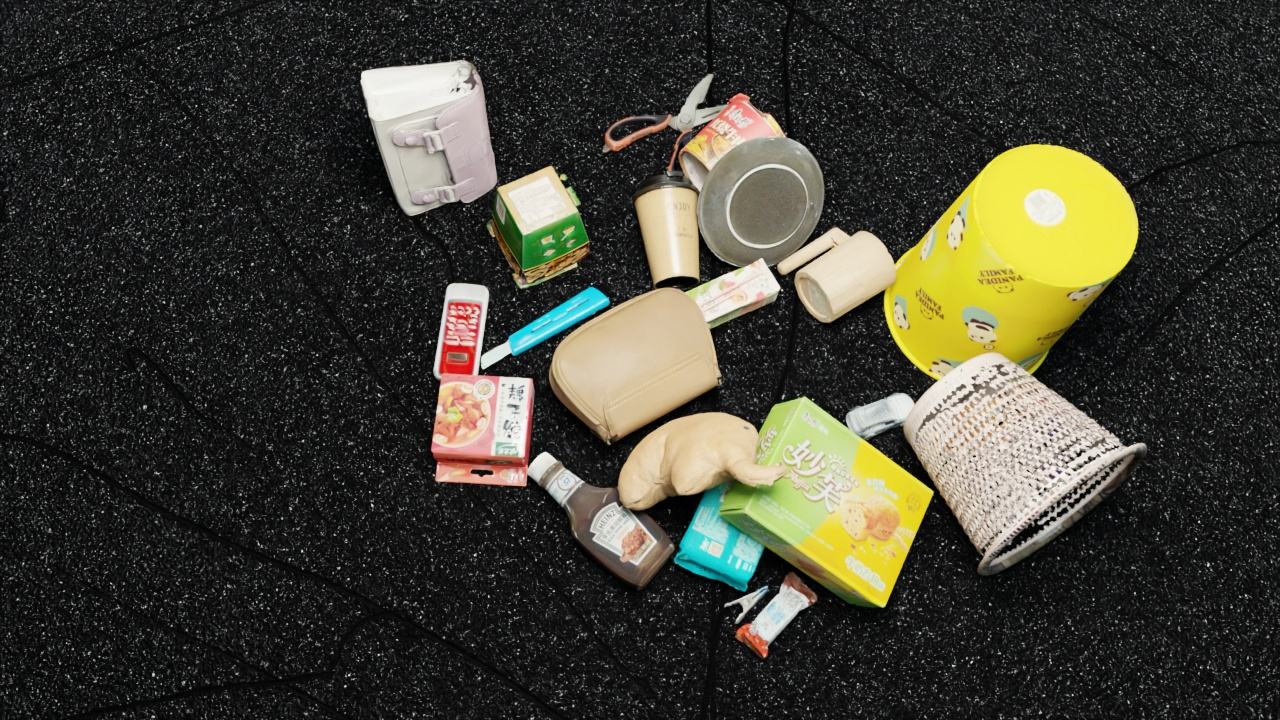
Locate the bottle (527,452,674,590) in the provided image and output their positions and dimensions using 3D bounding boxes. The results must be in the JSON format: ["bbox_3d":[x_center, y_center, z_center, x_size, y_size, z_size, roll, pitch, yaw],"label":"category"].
[{"bbox_3d":[-0.053,0.183,1.089,0.195,0.044,0.079,39,70,13],"label":"bottle"}]

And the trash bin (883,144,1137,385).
[{"bbox_3d":[0.447,-0.113,1.119,0.229,0.256,0.229,1,68,-2],"label":"trash bin"}]

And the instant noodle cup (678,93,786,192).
[{"bbox_3d":[0.126,-0.268,1.239,0.108,0.138,0.138,-38,74,-7],"label":"instant noodle cup"}]

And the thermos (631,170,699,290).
[{"bbox_3d":[0.040,-0.168,1.215,0.093,0.093,0.143,-5,75,-5],"label":"thermos"}]

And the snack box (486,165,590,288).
[{"bbox_3d":[-0.135,-0.183,1.199,0.117,0.106,0.118,-26,71,-12],"label":"snack box"}]

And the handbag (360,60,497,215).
[{"bbox_3d":[-0.265,-0.286,1.186,0.145,0.197,0.098,-19,68,-10],"label":"handbag"}]

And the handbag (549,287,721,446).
[{"bbox_3d":[-0.007,0.007,1.137,0.204,0.100,0.147,-27,79,-13],"label":"handbag"}]

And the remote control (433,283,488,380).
[{"bbox_3d":[-0.230,-0.036,1.181,0.056,0.020,0.135,5,68,0],"label":"remote control"}]

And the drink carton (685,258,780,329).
[{"bbox_3d":[0.117,-0.084,1.204,0.122,0.046,0.053,-24,72,-12],"label":"drink carton"}]

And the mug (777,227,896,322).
[{"bbox_3d":[0.256,-0.119,1.214,0.103,0.084,0.124,-32,48,-13],"label":"mug"}]

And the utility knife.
[{"bbox_3d":[-0.126,-0.041,1.190,0.187,0.018,0.034,-31,73,-13],"label":"utility knife"}]

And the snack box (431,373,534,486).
[{"bbox_3d":[-0.191,0.084,1.120,0.113,0.044,0.127,3,68,-2],"label":"snack box"}]

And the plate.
[{"bbox_3d":[0.162,-0.202,1.197,0.179,0.180,0.024,-17,29,-9],"label":"plate"}]

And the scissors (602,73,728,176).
[{"bbox_3d":[0.049,-0.333,1.319,0.189,0.015,0.226,12,67,2],"label":"scissors"}]

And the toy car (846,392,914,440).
[{"bbox_3d":[0.305,0.068,1.159,0.090,0.034,0.043,-17,66,-11],"label":"toy car"}]

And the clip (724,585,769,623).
[{"bbox_3d":[0.127,0.282,1.068,0.056,0.024,0.026,-31,70,-10],"label":"clip"}]

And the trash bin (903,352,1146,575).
[{"bbox_3d":[0.424,0.106,1.067,0.227,0.228,0.192,-28,59,-13],"label":"trash bin"}]

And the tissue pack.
[{"bbox_3d":[0.106,0.198,1.086,0.093,0.050,0.133,25,69,4],"label":"tissue pack"}]

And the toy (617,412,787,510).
[{"bbox_3d":[0.074,0.110,1.041,0.082,0.227,0.143,52,47,-21],"label":"toy"}]

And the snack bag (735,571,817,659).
[{"bbox_3d":[0.158,0.295,1.062,0.045,0.026,0.105,40,70,22],"label":"snack bag"}]

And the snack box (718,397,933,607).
[{"bbox_3d":[0.216,0.165,1.059,0.210,0.070,0.157,36,69,-12],"label":"snack box"}]
